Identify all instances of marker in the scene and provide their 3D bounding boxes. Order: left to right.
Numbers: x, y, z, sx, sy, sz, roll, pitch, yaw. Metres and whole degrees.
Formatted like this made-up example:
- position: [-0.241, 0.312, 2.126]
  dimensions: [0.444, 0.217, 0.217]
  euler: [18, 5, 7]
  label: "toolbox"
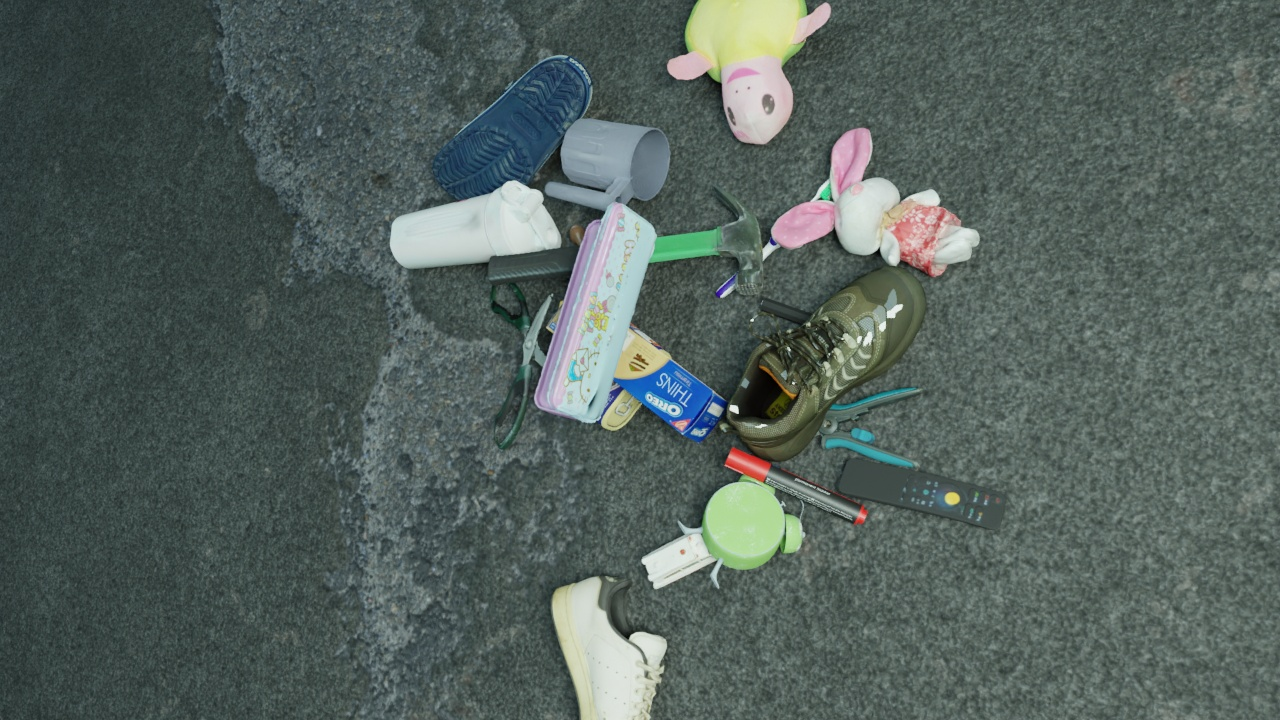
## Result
- position: [0.155, 0.125, 0.913]
  dimensions: [0.145, 0.023, 0.021]
  euler: [24, 111, 9]
  label: "marker"
- position: [0.183, -0.042, 0.967]
  dimensions: [0.124, 0.017, 0.021]
  euler: [23, 132, 30]
  label: "marker"

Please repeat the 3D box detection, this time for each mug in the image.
- position: [-0.041, -0.226, 1.078]
  dimensions: [0.104, 0.084, 0.123]
  euler: [19, 60, 30]
  label: "mug"

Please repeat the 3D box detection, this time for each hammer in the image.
- position: [-0.022, -0.121, 1.038]
  dimensions: [0.319, 0.032, 0.130]
  euler: [-6, 68, 15]
  label: "hammer"

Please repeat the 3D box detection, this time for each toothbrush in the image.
- position: [0.153, -0.134, 1.008]
  dimensions: [0.187, 0.015, 0.016]
  euler: [-45, 67, 9]
  label: "toothbrush"

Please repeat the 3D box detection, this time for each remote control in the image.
- position: [0.268, 0.128, 0.879]
  dimensions: [0.152, 0.020, 0.041]
  euler: [11, 57, 27]
  label: "remote control"

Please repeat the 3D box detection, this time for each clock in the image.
- position: [0.109, 0.163, 0.922]
  dimensions: [0.119, 0.043, 0.094]
  euler: [-26, 65, -17]
  label: "clock"

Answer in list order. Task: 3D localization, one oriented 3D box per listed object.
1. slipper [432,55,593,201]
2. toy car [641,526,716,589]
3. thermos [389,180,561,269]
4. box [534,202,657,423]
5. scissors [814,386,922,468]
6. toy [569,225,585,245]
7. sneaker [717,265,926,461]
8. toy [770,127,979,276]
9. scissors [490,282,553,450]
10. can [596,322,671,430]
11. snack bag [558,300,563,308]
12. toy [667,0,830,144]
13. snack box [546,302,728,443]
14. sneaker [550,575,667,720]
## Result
- position: [-0.152, -0.286, 1.157]
  dimensions: [0.253, 0.105, 0.095]
  euler: [-33, 21, 30]
  label: "slipper"
- position: [0.054, 0.198, 0.956]
  dimensions: [0.113, 0.039, 0.039]
  euler: [-30, 65, 16]
  label: "toy car"
- position: [-0.212, -0.163, 1.150]
  dimensions: [0.221, 0.099, 0.099]
  euler: [-4, 75, 29]
  label: "thermos"
- position: [-0.055, -0.049, 0.914]
  dimensions: [0.089, 0.092, 0.214]
  euler: [13, 81, 25]
  label: "box"
- position: [0.221, 0.062, 0.921]
  dimensions: [0.156, 0.019, 0.124]
  euler: [38, 91, 32]
  label: "scissors"
- position: [-0.042, -0.120, 1.083]
  dimensions: [0.055, 0.042, 0.101]
  euler: [-24, 59, -1]
  label: "toy"
- position: [0.156, -0.010, 0.878]
  dimensions: [0.238, 0.142, 0.101]
  euler: [-50, 55, 14]
  label: "sneaker"
- position: [0.245, -0.143, 0.929]
  dimensions: [0.194, 0.084, 0.159]
  euler: [34, 78, 30]
  label: "toy"
- position: [-0.156, -0.009, 1.107]
  dimensions: [0.201, 0.015, 0.202]
  euler: [49, 121, 46]
  label: "scissors"
- position: [-0.033, 0.009, 1.038]
  dimensions: [0.092, 0.056, 0.116]
  euler: [40, 96, 27]
  label: "can"
- position: [-0.090, -0.032, 1.096]
  dimensions: [0.026, 0.020, 0.099]
  euler: [4, 78, 28]
  label: "snack bag"
- position: [0.123, -0.363, 1.042]
  dimensions: [0.190, 0.087, 0.238]
  euler: [-15, 74, 16]
  label: "toy"
- position: [-0.006, 0.006, 0.963]
  dimensions: [0.207, 0.056, 0.057]
  euler: [37, 92, 27]
  label: "snack box"
- position: [-0.012, 0.331, 0.934]
  dimensions: [0.102, 0.089, 0.241]
  euler: [-26, 63, 9]
  label: "sneaker"
